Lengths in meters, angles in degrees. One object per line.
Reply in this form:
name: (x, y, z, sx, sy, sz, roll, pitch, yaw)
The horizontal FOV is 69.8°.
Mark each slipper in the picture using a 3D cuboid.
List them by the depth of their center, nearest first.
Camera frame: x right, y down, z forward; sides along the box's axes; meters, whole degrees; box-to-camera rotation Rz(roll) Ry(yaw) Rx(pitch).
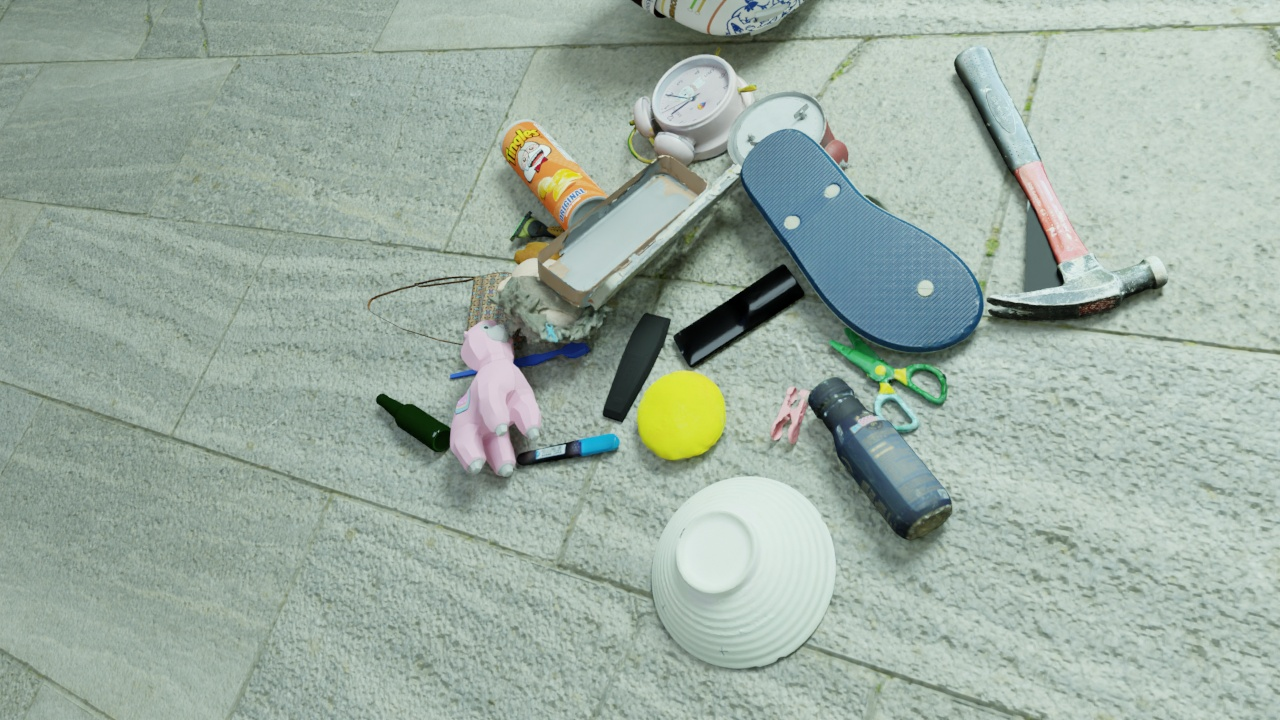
slipper: (0.207, -0.113, 0.904, 0.118, 0.060, 0.295, -41, 65, 6)

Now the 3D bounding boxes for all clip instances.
clip: (0.139, 0.051, 0.881, 0.039, 0.022, 0.059, 15, 68, 35)

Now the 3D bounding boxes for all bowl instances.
bowl: (0.078, 0.177, 0.816, 0.178, 0.071, 0.177, -12, 60, 22)

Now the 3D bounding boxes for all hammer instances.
hammer: (0.360, -0.179, 0.877, 0.141, 0.036, 0.325, -19, 58, 15)

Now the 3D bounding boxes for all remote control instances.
remote control: (0.099, -0.048, 0.951, 0.140, 0.021, 0.045, -34, 53, 9)
remote control: (-0.006, 0.006, 0.983, 0.039, 0.010, 0.124, 15, 74, 32)

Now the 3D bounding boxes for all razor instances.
razor: (-0.091, -0.155, 1.101, 0.144, 0.021, 0.044, 9, 57, 31)

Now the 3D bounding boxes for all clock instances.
clock: (0.160, -0.223, 0.984, 0.110, 0.062, 0.156, -35, 55, 7)
clock: (0.055, -0.287, 1.072, 0.158, 0.059, 0.116, -36, 54, 7)

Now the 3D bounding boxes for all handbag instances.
handbag: (-0.228, -0.056, 1.085, 0.196, 0.043, 0.093, 2, 72, 9)

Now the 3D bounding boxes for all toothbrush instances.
toothbrush: (-0.142, 0.003, 1.057, 0.187, 0.011, 0.016, -12, 60, 25)

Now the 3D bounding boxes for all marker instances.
marker: (-0.077, 0.096, 0.972, 0.123, 0.015, 0.018, -13, 57, 24)

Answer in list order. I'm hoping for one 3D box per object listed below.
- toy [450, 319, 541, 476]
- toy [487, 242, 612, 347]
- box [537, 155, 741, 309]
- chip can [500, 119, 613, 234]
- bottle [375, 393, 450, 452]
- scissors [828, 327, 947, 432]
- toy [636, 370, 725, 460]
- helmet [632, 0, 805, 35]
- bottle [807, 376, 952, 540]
toy: (-0.165, 0.038, 0.994, 0.124, 0.067, 0.157, -51, 47, 29)
toy: (-0.106, -0.075, 1.026, 0.175, 0.132, 0.076, -100, 31, -50)
box: (0.000, -0.147, 0.964, 0.121, 0.094, 0.216, 36, 62, 21)
chip can: (-0.102, -0.218, 1.101, 0.062, 0.062, 0.210, -41, 48, 3)
bottle: (-0.268, 0.068, 1.072, 0.123, 0.033, 0.033, 26, 79, 35)
scissors: (0.219, 0.019, 0.862, 0.132, 0.013, 0.078, 34, 83, 34)
toy: (0.040, 0.054, 0.917, 0.096, 0.041, 0.094, 2, 71, 27)
helmet: (0.098, -0.492, 1.048, 0.314, 0.231, 0.236, -31, 91, 3)
bottle: (0.206, 0.082, 0.808, 0.056, 0.056, 0.160, -37, 55, 5)
